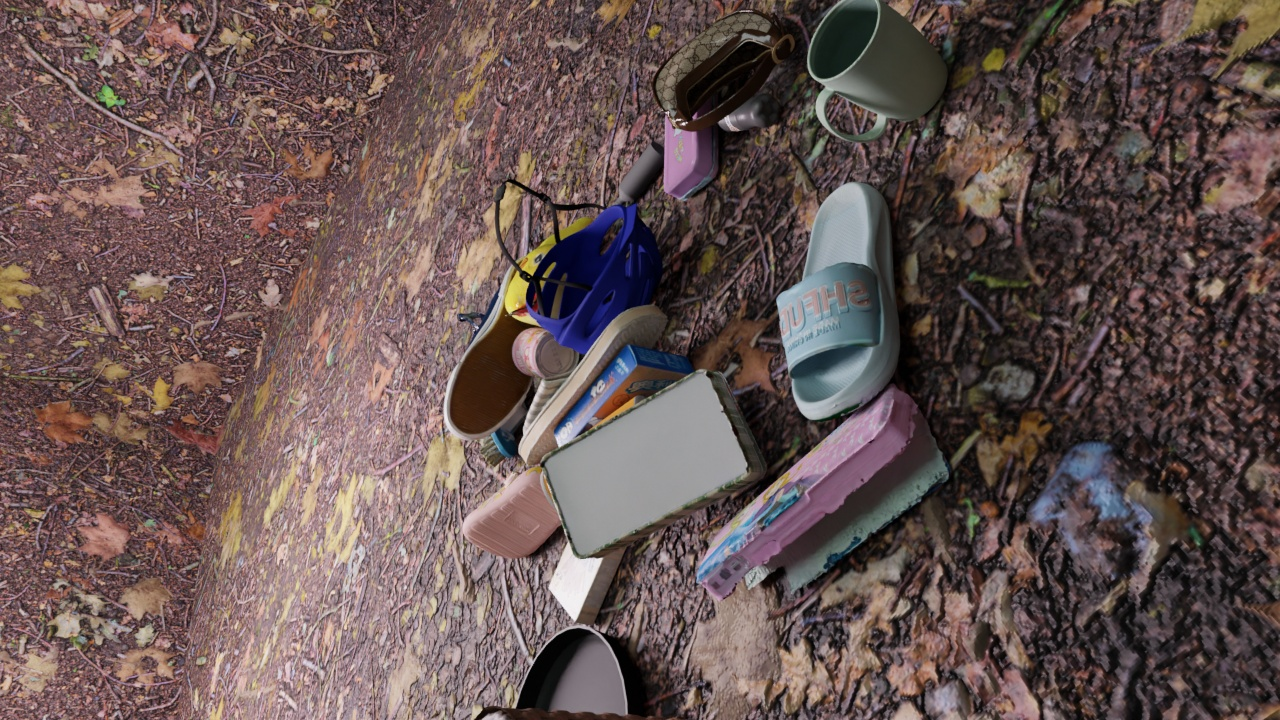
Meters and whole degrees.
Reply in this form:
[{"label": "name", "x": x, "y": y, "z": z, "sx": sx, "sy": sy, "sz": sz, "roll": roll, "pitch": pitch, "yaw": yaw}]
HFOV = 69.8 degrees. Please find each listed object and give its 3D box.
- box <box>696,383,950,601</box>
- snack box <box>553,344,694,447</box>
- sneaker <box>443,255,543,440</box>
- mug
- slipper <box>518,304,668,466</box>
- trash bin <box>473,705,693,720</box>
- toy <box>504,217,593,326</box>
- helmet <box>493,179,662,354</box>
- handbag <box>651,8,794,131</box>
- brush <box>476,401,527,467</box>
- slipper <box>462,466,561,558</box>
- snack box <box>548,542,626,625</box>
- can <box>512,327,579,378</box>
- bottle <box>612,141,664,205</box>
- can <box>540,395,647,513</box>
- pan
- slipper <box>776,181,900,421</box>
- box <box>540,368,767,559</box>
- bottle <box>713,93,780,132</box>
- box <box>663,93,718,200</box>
[{"label": "box", "x": 0.149, "y": 0.123, "z": 0.747, "sx": 0.231, "sy": 0.077, "sz": 0.084, "roll": -48, "pitch": 0, "yaw": 32}, {"label": "snack box", "x": -0.018, "y": 0.049, "z": 1.001, "sx": 0.152, "sy": 0.087, "sz": 0.034, "roll": -49, "pitch": 48, "yaw": 31}, {"label": "sneaker", "x": -0.214, "y": -0.010, "z": 1.314, "sx": 0.128, "sy": 0.120, "sz": 0.293, "roll": -38, "pitch": 28, "yaw": 55}, {"label": "mug", "x": 0.205, "y": -0.248, "z": 0.811, "sx": 0.111, "sy": 0.104, "sz": 0.084, "roll": -59, "pitch": 32, "yaw": 16}, {"label": "slipper", "x": -0.062, "y": 0.027, "z": 1.034, "sx": 0.054, "sy": 0.114, "sz": 0.274, "roll": 52, "pitch": 131, "yaw": 16}, {"label": "trash bin", "x": -0.034, "y": 0.357, "z": 0.730, "sx": 0.152, "sy": 0.210, "sz": 0.151, "roll": -35, "pitch": 45, "yaw": 45}, {"label": "toy", "x": -0.118, "y": -0.121, "z": 1.255, "sx": 0.134, "sy": 0.092, "sz": 0.207, "roll": -27, "pitch": 36, "yaw": 43}, {"label": "helmet", "x": -0.092, "y": -0.114, "z": 1.081, "sx": 0.242, "sy": 0.227, "sz": 0.147, "roll": -40, "pitch": 33, "yaw": 45}, {"label": "handbag", "x": 0.097, "y": -0.325, "z": 1.036, "sx": 0.167, "sy": 0.063, "sz": 0.138, "roll": -35, "pitch": 42, "yaw": 9}, {"label": "brush", "x": -0.196, "y": 0.087, "z": 1.299, "sx": 0.075, "sy": 0.055, "sz": 0.135, "roll": -37, "pitch": 39, "yaw": 10}, {"label": "slipper", "x": -0.140, "y": 0.177, "z": 1.139, "sx": 0.198, "sy": 0.093, "sz": 0.081, "roll": -39, "pitch": 22, "yaw": 38}, {"label": "snack box", "x": -0.050, "y": 0.208, "z": 1.021, "sx": 0.082, "sy": 0.026, "sz": 0.150, "roll": 28, "pitch": 96, "yaw": 58}, {"label": "can", "x": -0.128, "y": -0.009, "z": 1.232, "sx": 0.076, "sy": 0.067, "sz": 0.067, "roll": 9, "pitch": 80, "yaw": 58}, {"label": "bottle", "x": -0.007, "y": -0.235, "z": 1.208, "sx": 0.113, "sy": 0.030, "sz": 0.030, "roll": -49, "pitch": 36, "yaw": 31}, {"label": "can", "x": -0.031, "y": 0.105, "z": 0.966, "sx": 0.143, "sy": 0.079, "sz": 0.079, "roll": -36, "pitch": 41, "yaw": 17}, {"label": "pan", "x": -0.062, "y": 0.439, "z": 0.896, "sx": 0.226, "sy": 0.034, "sz": 0.355, "roll": -44, "pitch": 39, "yaw": 36}, {"label": "slipper", "x": 0.161, "y": -0.058, "z": 0.781, "sx": 0.104, "sy": 0.074, "sz": 0.244, "roll": -34, "pitch": 37, "yaw": 49}, {"label": "box", "x": 0.009, "y": 0.101, "z": 0.875, "sx": 0.206, "sy": 0.050, "sz": 0.117, "roll": -31, "pitch": 69, "yaw": 19}, {"label": "bottle", "x": 0.113, "y": -0.279, "z": 1.038, "sx": 0.110, "sy": 0.036, "sz": 0.036, "roll": 15, "pitch": 86, "yaw": 59}, {"label": "box", "x": 0.064, "y": -0.297, "z": 1.133, "sx": 0.076, "sy": 0.036, "sz": 0.213, "roll": -35, "pitch": 45, "yaw": 48}]
